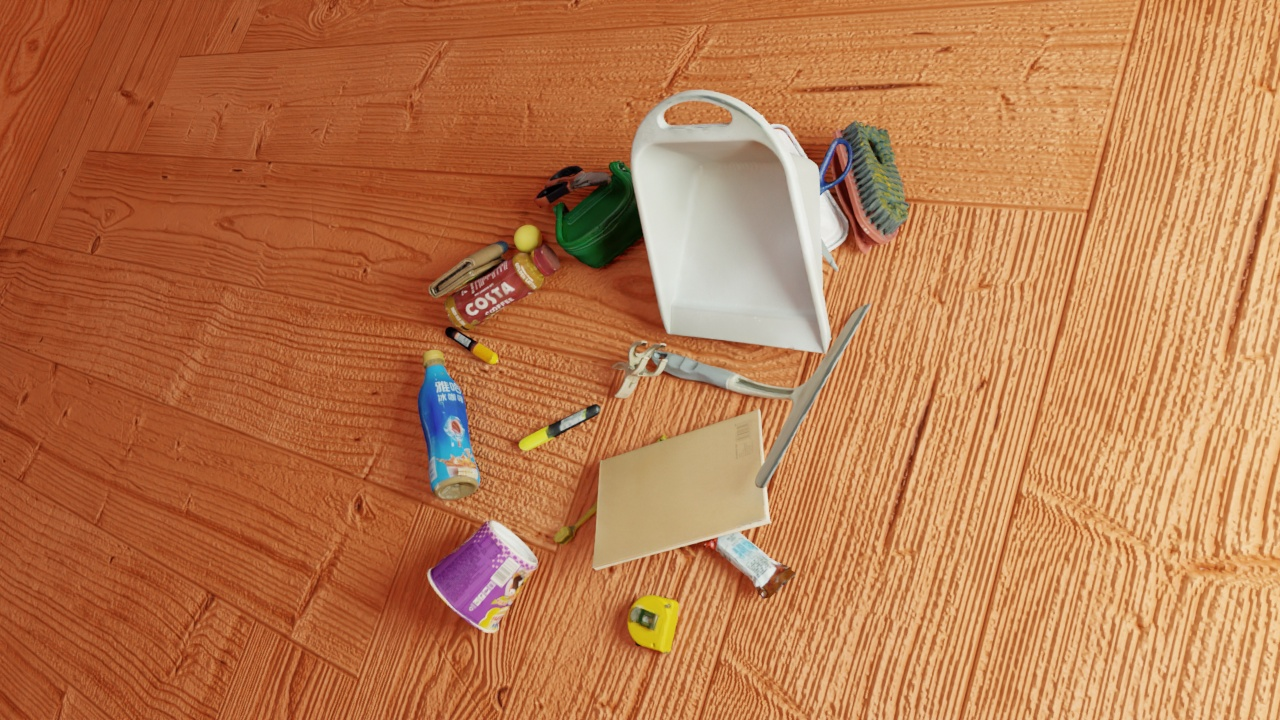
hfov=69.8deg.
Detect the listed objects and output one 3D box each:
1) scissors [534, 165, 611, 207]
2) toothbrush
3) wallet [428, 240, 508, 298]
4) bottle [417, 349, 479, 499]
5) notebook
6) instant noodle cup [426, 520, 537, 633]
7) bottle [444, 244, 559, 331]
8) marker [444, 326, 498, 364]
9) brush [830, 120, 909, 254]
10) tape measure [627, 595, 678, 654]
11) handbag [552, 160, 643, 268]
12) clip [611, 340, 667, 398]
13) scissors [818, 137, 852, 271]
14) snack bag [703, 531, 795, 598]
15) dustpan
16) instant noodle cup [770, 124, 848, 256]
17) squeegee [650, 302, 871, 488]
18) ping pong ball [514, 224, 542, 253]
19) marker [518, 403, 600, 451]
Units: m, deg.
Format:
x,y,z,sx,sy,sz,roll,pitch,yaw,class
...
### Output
x,y,z,sx,sy,sz,roll,pitch,yaw,class
-0.095,-0.230,1.232,0.177,0.015,0.209,-31,25,19,scissors
-0.036,0.158,1.109,0.190,0.016,0.015,-45,55,11,toothbrush
-0.241,-0.129,1.298,0.090,0.115,0.033,-31,97,24,wallet
-0.270,0.083,1.262,0.065,0.065,0.218,-30,57,20,bottle
0.042,0.142,1.024,0.212,0.012,0.149,-20,43,23,notebook
-0.187,0.257,1.119,0.099,0.111,0.111,-49,53,-4,instant noodle cup
-0.193,-0.104,1.287,0.175,0.057,0.057,-28,59,22,bottle
-0.244,-0.023,1.317,0.124,0.015,0.018,28,87,40,marker
0.255,-0.192,1.033,0.069,0.063,0.145,-42,50,51,brush
0.012,0.290,1.019,0.057,0.029,0.060,5,75,35,tape measure
-0.053,-0.197,1.225,0.131,0.068,0.120,-39,50,16,handbag
-0.006,0.009,1.116,0.101,0.034,0.076,-38,52,52,clip
0.176,-0.176,1.016,0.162,0.012,0.176,-45,71,15,scissors
0.114,0.210,0.983,0.045,0.026,0.105,-37,49,-20,snack bag
0.082,-0.145,0.982,0.223,0.142,0.258,9,97,38,dustpan
0.144,-0.184,1.072,0.138,0.060,0.173,-33,71,18,instant noodle cup
0.109,0.023,1.054,0.247,0.039,0.246,13,61,42,squeegee
-0.159,-0.172,1.302,0.040,0.040,0.040,-13,65,29,ping pong ball
-0.103,0.087,1.184,0.124,0.015,0.018,-27,60,18,marker
